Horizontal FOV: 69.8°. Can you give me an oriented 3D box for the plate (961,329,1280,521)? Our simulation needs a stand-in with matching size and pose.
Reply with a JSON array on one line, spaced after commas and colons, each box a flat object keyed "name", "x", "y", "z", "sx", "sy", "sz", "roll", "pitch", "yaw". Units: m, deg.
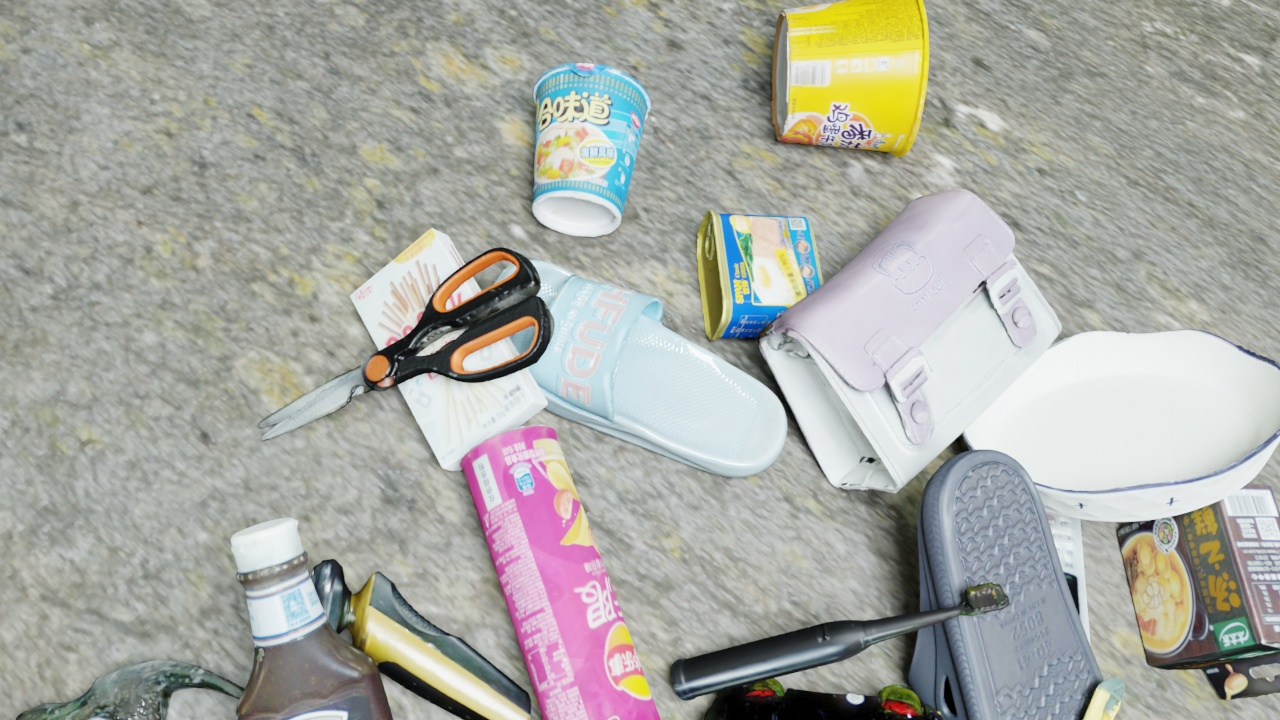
[{"name": "plate", "x": 0.337, "y": 0.044, "z": 0.649, "sx": 0.204, "sy": 0.205, "sz": 0.045, "roll": -29, "pitch": 116, "yaw": -20}]

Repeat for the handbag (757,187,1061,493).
[{"name": "handbag", "x": 0.197, "y": -0.018, "z": 0.671, "sx": 0.196, "sy": 0.099, "sz": 0.145, "roll": -38, "pitch": 98, "yaw": -23}]

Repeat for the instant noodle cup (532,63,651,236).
[{"name": "instant noodle cup", "x": -0.046, "y": -0.163, "z": 0.734, "sx": 0.099, "sy": 0.099, "sz": 0.109, "roll": 8, "pitch": 72, "yaw": -4}]

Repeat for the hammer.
[{"name": "hammer", "x": -0.240, "y": 0.321, "z": 0.504, "sx": 0.126, "sy": 0.032, "sz": 0.323, "roll": -22, "pitch": 69, "yaw": -16}]

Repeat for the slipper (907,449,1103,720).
[{"name": "slipper", "x": 0.230, "y": 0.188, "z": 0.602, "sx": 0.110, "sy": 0.083, "sz": 0.268, "roll": -15, "pitch": 92, "yaw": -25}]

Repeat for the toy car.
[{"name": "toy car", "x": 0.117, "y": 0.236, "z": 0.571, "sx": 0.156, "sy": 0.041, "sz": 0.071, "roll": 3, "pitch": 24, "yaw": 9}]

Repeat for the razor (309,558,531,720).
[{"name": "razor", "x": -0.141, "y": 0.187, "z": 0.572, "sx": 0.167, "sy": 0.062, "sz": 0.067, "roll": 32, "pitch": 46, "yaw": 1}]

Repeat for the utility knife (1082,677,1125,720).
[{"name": "utility knife", "x": 0.248, "y": 0.286, "z": 0.555, "sx": 0.031, "sy": 0.022, "sz": 0.210, "roll": 37, "pitch": 79, "yaw": -26}]

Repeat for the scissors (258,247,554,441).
[{"name": "scissors", "x": -0.169, "y": -0.010, "z": 0.637, "sx": 0.235, "sy": 0.021, "sz": 0.141, "roll": -6, "pitch": 69, "yaw": 17}]

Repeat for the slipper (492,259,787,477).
[{"name": "slipper", "x": -0.004, "y": 0.004, "z": 0.666, "sx": 0.245, "sy": 0.074, "sz": 0.103, "roll": 28, "pitch": 65, "yaw": 4}]

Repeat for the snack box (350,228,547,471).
[{"name": "snack box", "x": -0.139, "y": -0.009, "z": 0.657, "sx": 0.085, "sy": 0.027, "sz": 0.156, "roll": -37, "pitch": 73, "yaw": 12}]

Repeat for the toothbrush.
[{"name": "toothbrush", "x": 0.118, "y": 0.172, "z": 0.564, "sx": 0.213, "sy": 0.027, "sz": 0.026, "roll": -22, "pitch": 23, "yaw": 20}]

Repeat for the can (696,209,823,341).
[{"name": "can", "x": 0.094, "y": -0.066, "z": 0.723, "sx": 0.083, "sy": 0.057, "sz": 0.102, "roll": 0, "pitch": 65, "yaw": -11}]

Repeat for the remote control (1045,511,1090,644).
[{"name": "remote control", "x": 0.294, "y": 0.142, "z": 0.670, "sx": 0.058, "sy": 0.021, "sz": 0.149, "roll": 10, "pitch": 63, "yaw": -3}]

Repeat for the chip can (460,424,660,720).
[{"name": "chip can", "x": -0.052, "y": 0.149, "z": 0.591, "sx": 0.071, "sy": 0.072, "sz": 0.210, "roll": -16, "pitch": 67, "yaw": -15}]

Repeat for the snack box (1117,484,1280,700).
[{"name": "snack box", "x": 0.393, "y": 0.160, "z": 0.623, "sx": 0.053, "sy": 0.113, "sz": 0.125, "roll": 3, "pitch": 64, "yaw": -6}]

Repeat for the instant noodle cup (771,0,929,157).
[{"name": "instant noodle cup", "x": 0.172, "y": -0.242, "z": 0.782, "sx": 0.110, "sy": 0.138, "sz": 0.137, "roll": -1, "pitch": 64, "yaw": 1}]

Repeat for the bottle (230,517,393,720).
[{"name": "bottle", "x": -0.190, "y": 0.188, "z": 0.523, "sx": 0.080, "sy": 0.044, "sz": 0.195, "roll": -15, "pitch": 94, "yaw": -10}]
